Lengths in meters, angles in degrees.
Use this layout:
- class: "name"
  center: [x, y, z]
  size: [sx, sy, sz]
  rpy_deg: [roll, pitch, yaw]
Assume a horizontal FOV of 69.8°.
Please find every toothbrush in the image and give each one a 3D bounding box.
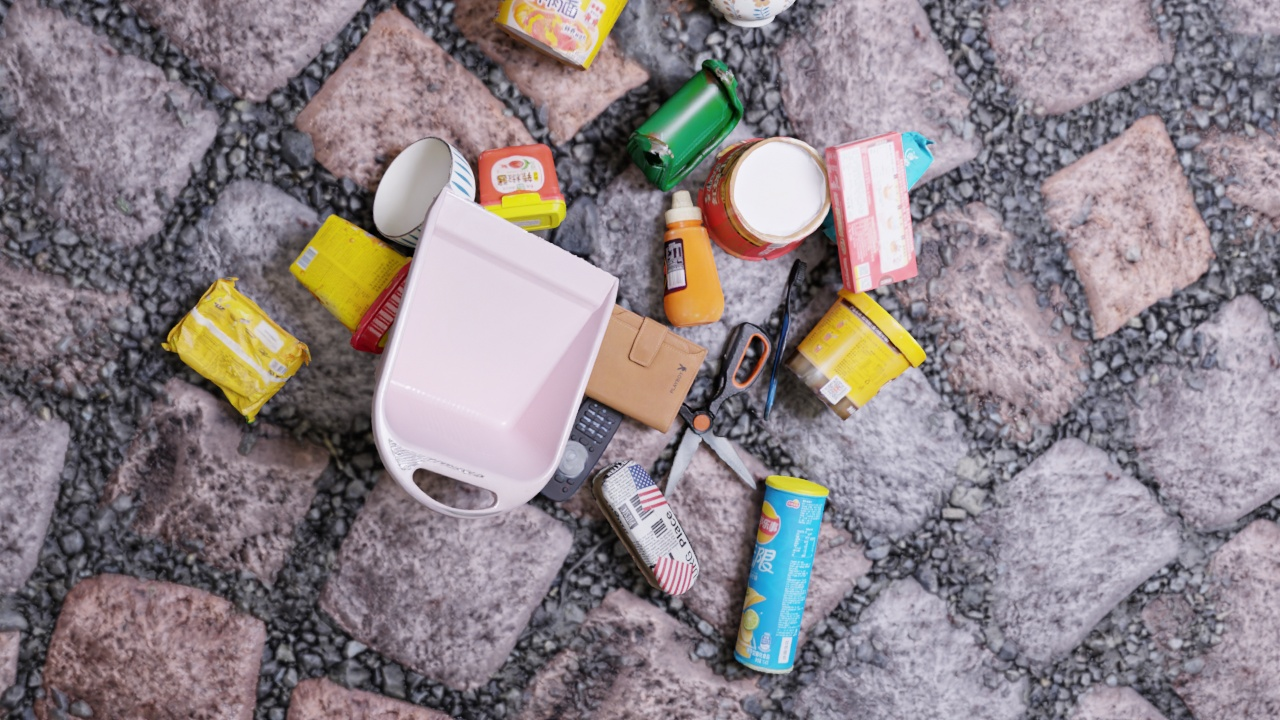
- class: "toothbrush"
  center: [0.163, -0.023, 1.039]
  size: [0.016, 0.014, 0.189]
  rpy_deg: [14, 85, -21]

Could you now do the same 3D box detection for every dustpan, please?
- class: "dustpan"
  center: [-0.139, 0.007, 0.893]
  size: [0.222, 0.139, 0.274]
  rpy_deg: [22, 102, -31]

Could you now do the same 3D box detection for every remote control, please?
- class: "remote control"
  center: [-0.068, 0.095, 1.030]
  size: [0.053, 0.024, 0.136]
  rpy_deg: [34, 88, -8]

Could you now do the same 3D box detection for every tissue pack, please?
- class: "tissue pack"
  center: [0.259, -0.189, 1.006]
  size: [0.050, 0.093, 0.133]
  rpy_deg: [41, 90, -3]

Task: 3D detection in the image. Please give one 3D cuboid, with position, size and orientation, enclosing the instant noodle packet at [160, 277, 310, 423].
- class: "instant noodle packet"
  center: [-0.425, -0.012, 0.977]
  size: [0.128, 0.044, 0.111]
  rpy_deg: [43, 96, -4]

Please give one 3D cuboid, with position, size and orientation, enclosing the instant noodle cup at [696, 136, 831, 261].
- class: "instant noodle cup"
  center: [0.140, -0.177, 0.987]
  size: [0.138, 0.108, 0.138]
  rpy_deg: [0, 95, -6]

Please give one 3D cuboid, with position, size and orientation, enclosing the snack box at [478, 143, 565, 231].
- class: "snack box"
  center: [-0.129, -0.183, 0.979]
  size: [0.091, 0.082, 0.080]
  rpy_deg: [-8, 82, -6]

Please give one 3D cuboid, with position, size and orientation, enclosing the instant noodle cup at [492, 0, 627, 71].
- class: "instant noodle cup"
  center: [-0.082, -0.372, 0.944]
  size: [0.138, 0.138, 0.110]
  rpy_deg: [26, 99, -7]

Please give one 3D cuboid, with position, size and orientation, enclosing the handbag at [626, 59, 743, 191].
- class: "handbag"
  center: [0.048, -0.247, 0.968]
  size: [0.131, 0.120, 0.068]
  rpy_deg: [-44, 91, 1]

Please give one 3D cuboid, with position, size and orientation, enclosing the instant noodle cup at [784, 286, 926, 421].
- class: "instant noodle cup"
  center: [0.231, -0.005, 1.010]
  size: [0.118, 0.118, 0.114]
  rpy_deg: [44, 96, -7]

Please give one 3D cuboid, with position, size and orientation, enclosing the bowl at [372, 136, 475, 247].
- class: "bowl"
  center: [-0.217, -0.168, 0.963]
  size: [0.066, 0.116, 0.116]
  rpy_deg: [31, 91, -49]

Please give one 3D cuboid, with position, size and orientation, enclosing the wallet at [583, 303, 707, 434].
- class: "wallet"
  center: [-0.006, 0.006, 1.008]
  size: [0.132, 0.031, 0.108]
  rpy_deg: [27, 92, -6]

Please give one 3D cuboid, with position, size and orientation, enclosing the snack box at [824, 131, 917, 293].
- class: "snack box"
  center: [0.238, -0.151, 0.944]
  size: [0.075, 0.025, 0.153]
  rpy_deg: [-17, 109, -14]

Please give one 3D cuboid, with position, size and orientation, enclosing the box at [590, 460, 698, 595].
- class: "box"
  center: [0.012, 0.185, 1.017]
  size: [0.075, 0.082, 0.163]
  rpy_deg: [-31, 94, -9]

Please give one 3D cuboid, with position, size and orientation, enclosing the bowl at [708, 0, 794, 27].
- class: "bowl"
  center: [0.118, -0.398, 0.982]
  size: [0.113, 0.113, 0.062]
  rpy_deg: [-6, 138, -5]

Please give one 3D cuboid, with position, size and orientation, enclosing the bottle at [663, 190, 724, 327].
- class: "bottle"
  center: [0.053, -0.113, 1.010]
  size: [0.066, 0.067, 0.149]
  rpy_deg: [-7, 88, -5]

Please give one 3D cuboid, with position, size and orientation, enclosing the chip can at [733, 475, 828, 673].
- class: "chip can"
  center: [0.158, 0.241, 1.041]
  size: [0.071, 0.071, 0.210]
  rpy_deg: [10, 94, -6]

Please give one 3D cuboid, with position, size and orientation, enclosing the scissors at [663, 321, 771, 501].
- class: "scissors"
  center: [0.068, 0.049, 1.042]
  size: [0.233, 0.021, 0.221]
  rpy_deg: [43, 90, -6]

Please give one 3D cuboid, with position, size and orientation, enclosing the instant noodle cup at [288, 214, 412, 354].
- class: "instant noodle cup"
  center: [-0.284, -0.081, 0.958]
  size: [0.123, 0.116, 0.116]
  rpy_deg: [37, 90, 5]
